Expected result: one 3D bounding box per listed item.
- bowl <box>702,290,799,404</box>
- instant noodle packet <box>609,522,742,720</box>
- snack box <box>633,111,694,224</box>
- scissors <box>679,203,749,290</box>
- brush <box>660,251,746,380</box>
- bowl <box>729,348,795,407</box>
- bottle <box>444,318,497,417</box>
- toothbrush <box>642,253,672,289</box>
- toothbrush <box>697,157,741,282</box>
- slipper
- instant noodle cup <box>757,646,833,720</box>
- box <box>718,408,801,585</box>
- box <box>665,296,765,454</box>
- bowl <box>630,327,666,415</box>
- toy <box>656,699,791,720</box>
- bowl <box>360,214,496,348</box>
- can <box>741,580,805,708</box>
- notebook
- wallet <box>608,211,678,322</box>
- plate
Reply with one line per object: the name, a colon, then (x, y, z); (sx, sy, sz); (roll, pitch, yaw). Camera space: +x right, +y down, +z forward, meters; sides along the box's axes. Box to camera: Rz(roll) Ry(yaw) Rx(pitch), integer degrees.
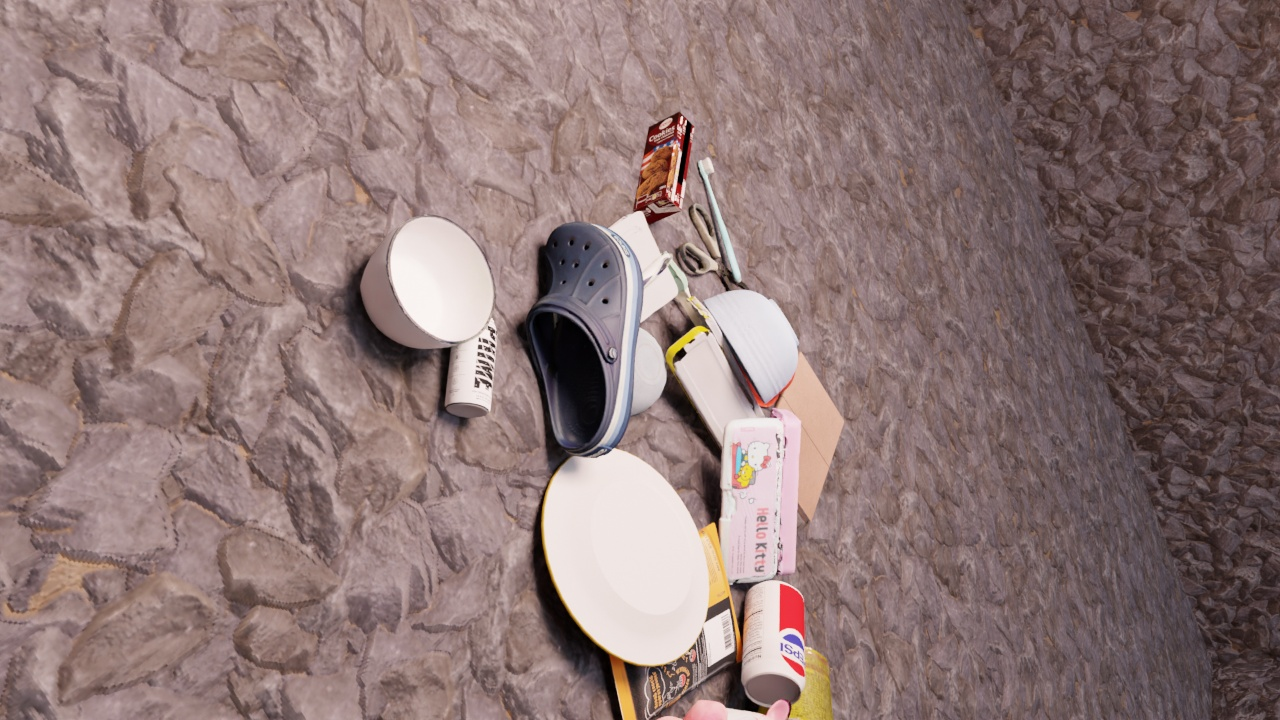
bowl: (0.146, -0.028, 1.125); (0.150, 0.075, 0.150); (58, 4, -8)
instant noodle packet: (0.037, 0.277, 0.980); (0.220, 0.032, 0.160); (-9, 86, -52)
snack box: (0.030, -0.243, 1.153); (0.031, 0.051, 0.140); (36, 51, -38)
scissors: (0.097, -0.135, 1.226); (0.168, 0.013, 0.157); (-8, 82, -56)
brush: (0.076, -0.046, 1.154); (0.218, 0.033, 0.012); (55, 42, -25)
bowl: (0.173, -0.004, 1.244); (0.130, 0.045, 0.130); (23, 59, -45)
bottle: (-0.154, -0.008, 0.846); (0.041, 0.041, 0.115); (25, 58, -44)
toothbrush: (-0.014, -0.068, 1.031); (0.188, 0.017, 0.016); (-47, 118, -35)
toothbrush: (0.110, -0.191, 1.251); (0.016, 0.017, 0.180); (0, 73, -61)
slipper: (-0.060, -0.030, 0.917); (0.095, 0.105, 0.252); (16, 64, -48)
instant noodle cup: (0.182, 0.399, 1.072); (0.102, 0.102, 0.108); (50, 34, -27)
box: (0.138, 0.162, 1.111); (0.101, 0.103, 0.201); (-126, -144, -80)
box: (0.088, 0.026, 1.119); (0.084, 0.080, 0.210); (-38, 128, -7)
bowl: (-0.006, 0.006, 1.024); (0.106, 0.039, 0.106); (22, 60, -45)
toy: (0.070, 0.410, 0.926); (0.212, 0.084, 0.142); (13, 88, -44)
bowl: (-0.190, -0.062, 0.801); (0.116, 0.066, 0.116); (22, 60, -45)
can: (0.153, 0.323, 1.052); (0.070, 0.070, 0.131); (52, 27, -25)
notebook: (0.232, 0.105, 1.306); (0.141, 0.008, 0.208); (54, 41, -22)
wallet: (-0.009, -0.109, 1.075); (0.086, 0.032, 0.116); (-35, 106, -40)
plate: (-0.005, 0.191, 0.931); (0.229, 0.021, 0.229); (29, 44, -33)
